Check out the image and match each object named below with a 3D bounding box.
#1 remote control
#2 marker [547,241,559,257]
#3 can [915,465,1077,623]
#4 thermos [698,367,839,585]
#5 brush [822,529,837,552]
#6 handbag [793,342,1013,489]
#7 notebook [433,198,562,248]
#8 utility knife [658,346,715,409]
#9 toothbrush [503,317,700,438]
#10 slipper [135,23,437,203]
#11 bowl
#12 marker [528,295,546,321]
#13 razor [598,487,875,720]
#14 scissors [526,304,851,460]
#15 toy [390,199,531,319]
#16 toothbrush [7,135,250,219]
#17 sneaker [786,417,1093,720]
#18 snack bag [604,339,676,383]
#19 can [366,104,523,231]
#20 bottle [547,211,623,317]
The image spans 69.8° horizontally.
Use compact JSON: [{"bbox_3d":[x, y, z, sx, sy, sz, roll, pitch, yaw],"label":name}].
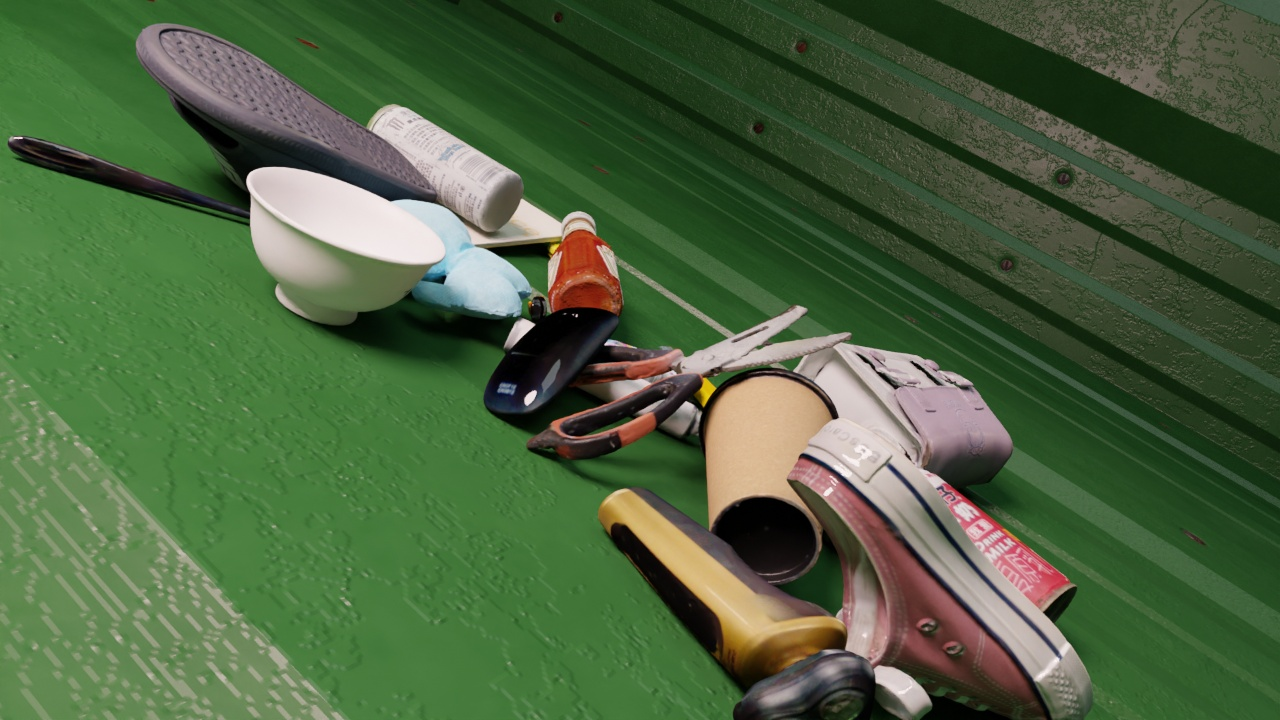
[{"bbox_3d":[-0.056,-0.008,0.589,0.053,0.024,0.136,4,30,22],"label":"remote control"},{"bbox_3d":[-0.057,-0.079,0.869,0.018,0.015,0.124,10,27,-41],"label":"marker"},{"bbox_3d":[0.231,0.133,0.644,0.053,0.053,0.133,7,27,-47],"label":"can"},{"bbox_3d":[0.077,0.068,0.557,0.093,0.093,0.143,27,27,-4],"label":"thermos"},{"bbox_3d":[0.162,0.107,0.601,0.073,0.063,0.145,9,25,-21],"label":"brush"},{"bbox_3d":[0.232,0.052,0.809,0.196,0.099,0.145,4,35,-50],"label":"handbag"},{"bbox_3d":[-0.170,-0.145,0.863,0.146,0.010,0.205,34,25,20],"label":"notebook"},{"bbox_3d":[0.054,0.030,0.732,0.033,0.015,0.177,23,17,-34],"label":"utility knife"},{"bbox_3d":[0.008,0.030,0.644,0.221,0.027,0.026,27,32,-4],"label":"toothbrush"},{"bbox_3d":[-0.258,-0.150,0.684,0.110,0.083,0.268,48,12,21],"label":"slipper"},{"bbox_3d":[-0.185,-0.060,0.552,0.118,0.065,0.118,25,18,-9],"label":"bowl"},{"bbox_3d":[-0.076,-0.038,0.676,0.015,0.018,0.124,-3,5,-5],"label":"marker"},{"bbox_3d":[0.036,0.115,0.431,0.067,0.062,0.167,-25,42,-28],"label":"razor"},{"bbox_3d":[0.020,0.007,0.581,0.225,0.015,0.188,1,29,20],"label":"scissors"},{"bbox_3d":[-0.152,-0.077,0.669,0.156,0.050,0.161,22,23,-5],"label":"toy"},{"bbox_3d":[-0.304,-0.110,0.596,0.181,0.016,0.018,15,16,-36],"label":"toothbrush"},{"bbox_3d":[0.139,0.132,0.460,0.241,0.088,0.118,47,-6,-28],"label":"sneaker"},{"bbox_3d":[-0.004,0.004,0.699,0.105,0.026,0.045,17,24,-25],"label":"snack bag"},{"bbox_3d":[-0.178,-0.174,0.827,0.147,0.058,0.058,33,19,17],"label":"can"},{"bbox_3d":[-0.052,-0.086,0.808,0.059,0.060,0.205,23,22,-16],"label":"bottle"}]
